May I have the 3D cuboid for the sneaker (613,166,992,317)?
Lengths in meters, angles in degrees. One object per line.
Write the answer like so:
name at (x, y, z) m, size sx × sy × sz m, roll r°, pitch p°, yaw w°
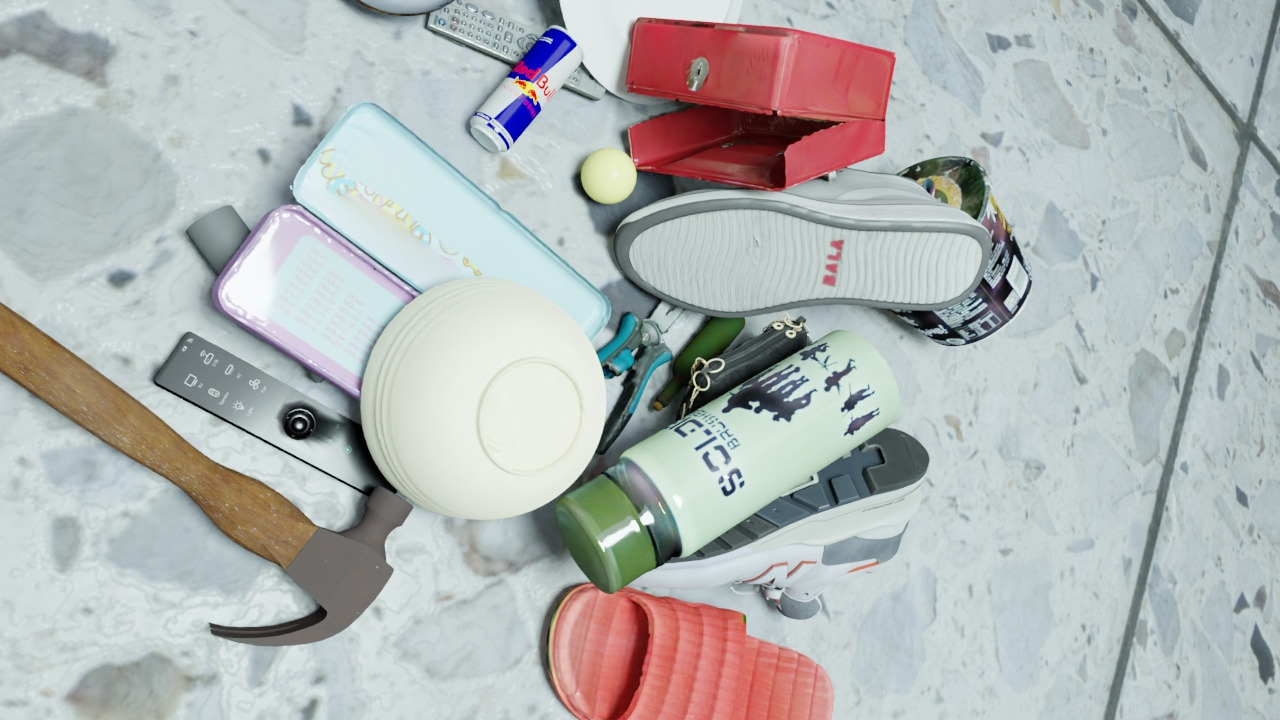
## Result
sneaker at (0.112, -0.102, 0.679) m, size 0.263 × 0.097 × 0.128 m, roll 0°, pitch 36°, yaw 2°

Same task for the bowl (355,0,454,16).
bowl at (-0.151, -0.280, 0.599) m, size 0.114 × 0.045 × 0.114 m, roll 0°, pitch 101°, yaw -2°

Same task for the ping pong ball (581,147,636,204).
ping pong ball at (-0.023, -0.133, 0.662) m, size 0.040 × 0.040 × 0.040 m, roll 6°, pitch 79°, yaw -29°

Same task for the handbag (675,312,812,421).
handbag at (0.079, 0.015, 0.668) m, size 0.128 × 0.079 × 0.054 m, roll -28°, pitch 54°, yaw -29°

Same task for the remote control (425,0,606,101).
remote control at (-0.085, -0.225, 0.658) m, size 0.136 × 0.013 × 0.033 m, roll 17°, pitch 74°, yaw -27°

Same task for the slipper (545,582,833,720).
slipper at (0.049, 0.223, 0.632) m, size 0.248 × 0.059 × 0.103 m, roll 26°, pitch 69°, yaw -25°

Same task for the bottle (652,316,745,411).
bottle at (0.042, -0.001, 0.686) m, size 0.025 × 0.025 × 0.105 m, roll 49°, pitch 62°, yaw -14°

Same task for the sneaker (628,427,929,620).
sneaker at (0.091, 0.135, 0.652) m, size 0.239 × 0.088 × 0.124 m, roll -15°, pitch 126°, yaw -5°

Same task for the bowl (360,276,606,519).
bowl at (-0.078, 0.027, 0.538) m, size 0.150 × 0.075 × 0.151 m, roll -6°, pitch 100°, yaw -33°

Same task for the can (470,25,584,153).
can at (-0.079, -0.187, 0.634) m, size 0.032 × 0.032 × 0.095 m, roll 41°, pitch 76°, yaw -18°

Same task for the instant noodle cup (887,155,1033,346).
instant noodle cup at (0.253, -0.082, 0.766) m, size 0.112 × 0.137 × 0.137 m, roll 38°, pitch 65°, yaw -29°

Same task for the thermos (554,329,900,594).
thermos at (0.054, 0.063, 0.590) m, size 0.231 × 0.082 × 0.082 m, roll -29°, pitch 96°, yaw -20°

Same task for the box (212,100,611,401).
box at (-0.126, -0.035, 0.560) m, size 0.214 × 0.035 × 0.150 m, roll 40°, pitch 79°, yaw -31°

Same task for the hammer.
hammer at (-0.272, 0.037, 0.486) m, size 0.323 × 0.033 × 0.115 m, roll 42°, pitch 69°, yaw -18°

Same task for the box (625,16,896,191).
box at (0.082, -0.191, 0.650) m, size 0.133 × 0.158 × 0.110 m, roll -20°, pitch 118°, yaw -37°

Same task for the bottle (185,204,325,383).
bottle at (-0.218, -0.035, 0.539) m, size 0.030 × 0.030 × 0.113 m, roll -39°, pitch 101°, yaw -29°

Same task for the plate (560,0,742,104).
plate at (0.019, -0.285, 0.674) m, size 0.188 × 0.016 × 0.189 m, roll -19°, pitch 120°, yaw -38°

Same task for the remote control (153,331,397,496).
remote control at (-0.207, 0.036, 0.543) m, size 0.150 × 0.013 × 0.034 m, roll 33°, pitch 67°, yaw -21°

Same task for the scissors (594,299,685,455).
scissors at (-0.011, 0.002, 0.659) m, size 0.147 × 0.019 × 0.123 m, roll -7°, pitch 84°, yaw -33°
